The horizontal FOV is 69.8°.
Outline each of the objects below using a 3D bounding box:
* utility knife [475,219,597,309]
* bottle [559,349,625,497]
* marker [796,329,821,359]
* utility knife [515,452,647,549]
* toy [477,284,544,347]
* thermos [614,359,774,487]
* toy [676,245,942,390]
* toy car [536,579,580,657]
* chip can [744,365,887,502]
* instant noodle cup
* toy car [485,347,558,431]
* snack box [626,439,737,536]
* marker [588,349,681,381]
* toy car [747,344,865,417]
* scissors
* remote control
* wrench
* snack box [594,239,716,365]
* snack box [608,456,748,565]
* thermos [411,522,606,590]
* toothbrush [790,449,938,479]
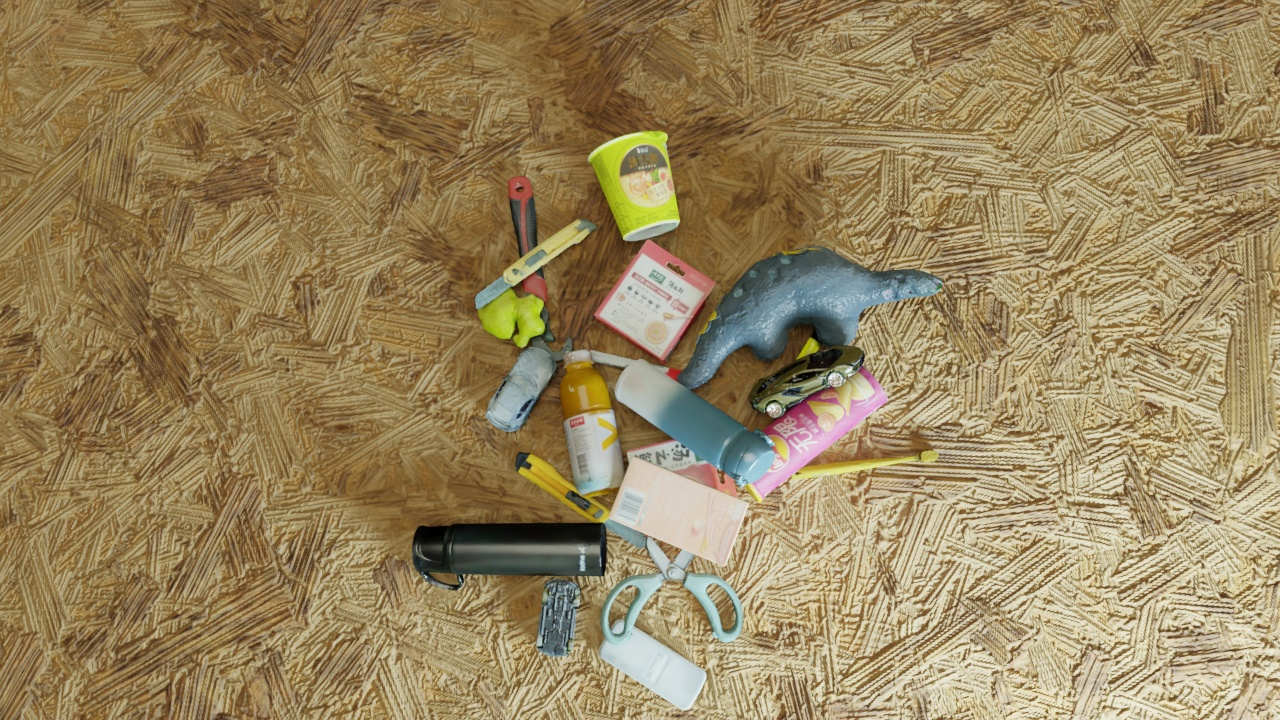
[{"bbox_3d":[-0.145,-0.134,1.252,0.204,0.021,0.031,-39,78,-11],"label":"utility knife"},{"bbox_3d":[-0.066,0.080,1.196,0.068,0.068,0.189,-12,79,2],"label":"bottle"},{"bbox_3d":[0.239,-0.036,1.218,0.018,0.015,0.124,32,82,11],"label":"marker"},{"bbox_3d":[-0.077,0.184,1.205,0.216,0.015,0.033,32,86,9],"label":"utility knife"},{"bbox_3d":[-0.177,-0.061,1.241,0.100,0.031,0.096,-10,77,19],"label":"toy"},{"bbox_3d":[0.067,0.076,1.146,0.220,0.070,0.070,33,83,30],"label":"thermos"},{"bbox_3d":[0.202,-0.074,1.186,0.356,0.091,0.137,-19,78,8],"label":"toy"},{"bbox_3d":[-0.104,0.326,1.164,0.049,0.031,0.106,9,105,0],"label":"toy car"},{"bbox_3d":[0.211,0.089,1.169,0.210,0.071,0.071,-37,79,-3],"label":"chip can"},{"bbox_3d":[0.000,-0.229,1.233,0.112,0.111,0.123,-17,87,1],"label":"instant noodle cup"},{"bbox_3d":[-0.159,0.038,1.224,0.054,0.037,0.120,33,89,10],"label":"toy car"},{"bbox_3d":[0.056,0.157,1.184,0.127,0.044,0.113,-15,79,2],"label":"snack box"},{"bbox_3d":[-0.007,0.007,1.231,0.145,0.017,0.017,13,81,7],"label":"marker"},{"bbox_3d":[0.209,0.021,1.163,0.158,0.070,0.042,-27,108,20],"label":"toy car"},{"bbox_3d":[0.044,0.311,1.152,0.170,0.019,0.171,41,82,-2],"label":"scissors"},{"bbox_3d":[0.015,0.383,1.158,0.136,0.020,0.056,29,82,10],"label":"remote control"},{"bbox_3d":[-0.146,-0.128,1.267,0.056,0.016,0.273,-14,79,-1],"label":"wrench"},{"bbox_3d":[0.020,-0.078,1.229,0.113,0.044,0.127,34,85,10],"label":"snack box"},{"bbox_3d":[0.048,0.186,1.142,0.157,0.026,0.084,21,83,8],"label":"snack box"},{"bbox_3d":[-0.166,0.252,1.182,0.242,0.068,0.090,-2,112,6],"label":"thermos"},{"bbox_3d":[0.288,0.134,1.182,0.190,0.016,0.015,-8,79,3],"label":"toothbrush"}]
